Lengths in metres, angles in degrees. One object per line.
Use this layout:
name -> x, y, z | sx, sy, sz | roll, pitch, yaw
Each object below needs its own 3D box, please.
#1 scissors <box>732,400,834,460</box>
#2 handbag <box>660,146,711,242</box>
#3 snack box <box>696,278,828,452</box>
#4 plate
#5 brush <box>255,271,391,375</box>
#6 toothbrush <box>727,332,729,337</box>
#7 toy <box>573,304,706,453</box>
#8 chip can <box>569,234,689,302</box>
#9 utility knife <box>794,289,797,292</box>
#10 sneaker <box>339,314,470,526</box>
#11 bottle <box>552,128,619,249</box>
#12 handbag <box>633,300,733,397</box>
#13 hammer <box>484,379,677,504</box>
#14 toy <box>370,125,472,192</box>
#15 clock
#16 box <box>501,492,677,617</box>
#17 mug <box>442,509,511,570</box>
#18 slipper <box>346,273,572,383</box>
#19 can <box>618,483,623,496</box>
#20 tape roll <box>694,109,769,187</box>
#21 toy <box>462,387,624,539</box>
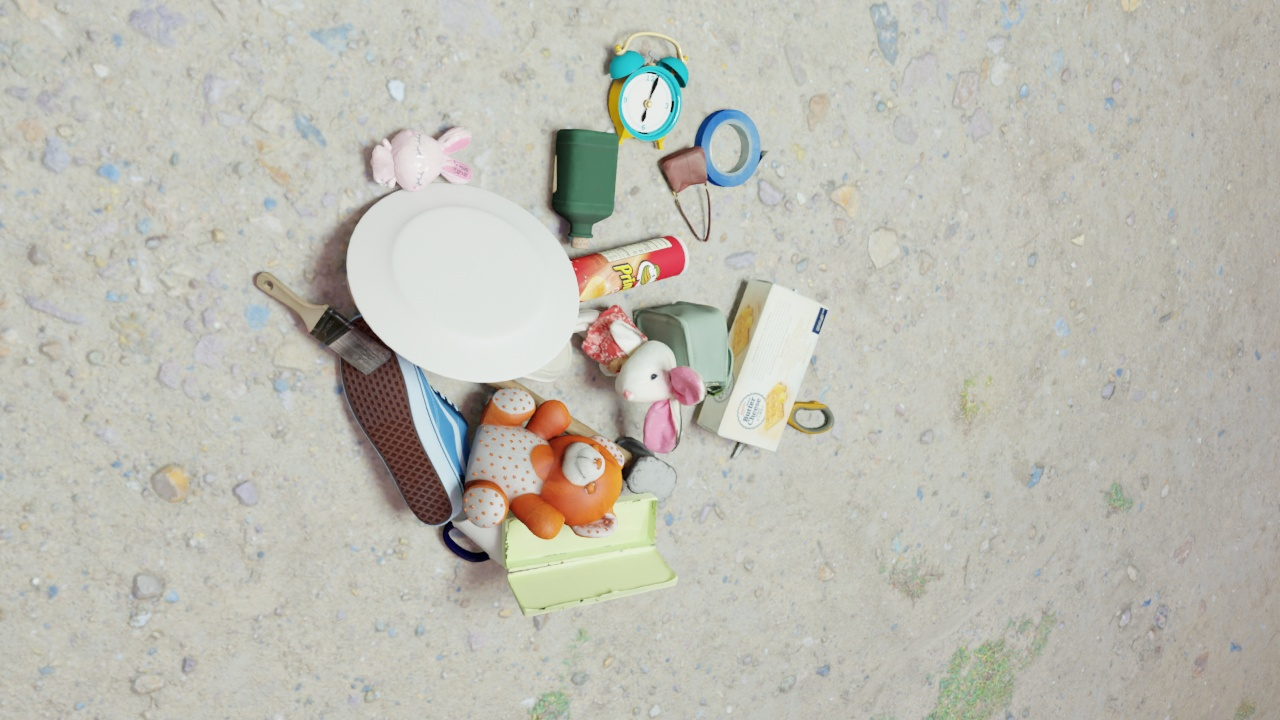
scissors -> 0.198, 0.047, 1.276 | 0.229, 0.016, 0.225 | 28, 87, -31
handbag -> 0.066, -0.201, 1.135 | 0.055, 0.029, 0.120 | -21, 120, -3
snack box -> 0.160, 0.007, 1.201 | 0.104, 0.057, 0.208 | 19, 92, -32
plate -> -0.174, -0.088, 0.939 | 0.242, 0.016, 0.242 | 13, 57, -20
brush -> -0.322, -0.039, 0.925 | 0.151, 0.012, 0.039 | 39, 111, -10
toothbrush -> 0.118, -0.029, 1.212 | 0.154, 0.016, 0.022 | -45, 157, -14
toy -> -0.006, 0.006, 1.068 | 0.194, 0.159, 0.084 | 46, 54, 12
chip can -> -0.040, -0.101, 1.062 | 0.214, 0.052, 0.052 | -19, 111, -35
utility knife -> 0.160, -0.041, 1.235 | 0.161, 0.015, 0.022 | -49, 121, -13
sneaker -> -0.246, 0.056, 1.005 | 0.241, 0.084, 0.098 | 69, 22, -11
bottle -> -0.064, -0.193, 1.040 | 0.061, 0.061, 0.131 | -2, 103, -32
handbag -> 0.052, -0.016, 1.117 | 0.067, 0.122, 0.106 | -15, 106, -28
hammer -> -0.095, 0.069, 1.084 | 0.328, 0.098, 0.052 | 34, 89, -23
toy -> -0.223, -0.209, 0.954 | 0.109, 0.047, 0.063 | -18, 108, -34
clock -> 0.008, -0.313, 1.066 | 0.099, 0.044, 0.130 | -2, 110, -30
box -> -0.062, 0.219, 1.043 | 0.187, 0.066, 0.127 | -7, 65, -25
mug -> -0.175, 0.193, 1.068 | 0.112, 0.078, 0.097 | -33, 120, 12
slipper -> -0.192, -0.039, 0.989 | 0.274, 0.055, 0.114 | 23, 54, -36
can -> -0.057, 0.190, 1.154 | 0.032, 0.032, 0.095 | 36, 83, -31
tape roll -> 0.109, -0.265, 1.149 | 0.091, 0.016, 0.093 | -49, 120, -11
toy -> -0.099, 0.120, 0.997 | 0.172, 0.093, 0.163 | 15, 55, -13
